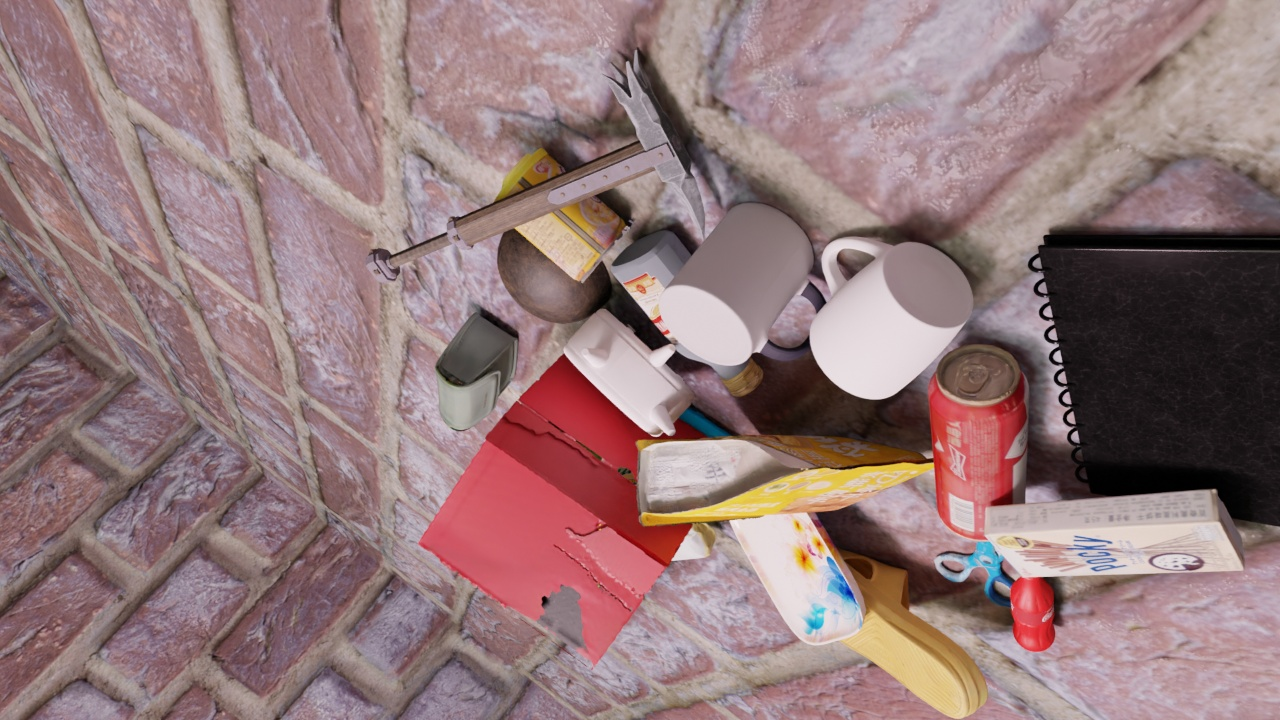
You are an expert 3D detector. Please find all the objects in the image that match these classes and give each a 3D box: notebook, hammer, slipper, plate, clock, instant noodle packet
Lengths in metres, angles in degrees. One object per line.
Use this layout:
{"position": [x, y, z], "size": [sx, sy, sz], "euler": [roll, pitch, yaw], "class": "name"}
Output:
{"position": [0.343, 0.018, 0.565], "size": [0.169, 0.019, 0.231], "euler": [7, 139, 42], "class": "notebook"}
{"position": [-0.103, -0.116, 0.740], "size": [0.318, 0.028, 0.147], "euler": [-16, 121, 30], "class": "hammer"}
{"position": [0.255, 0.258, 0.944], "size": [0.263, 0.078, 0.099], "euler": [33, 143, 53], "class": "slipper"}
{"position": [0.164, 0.209, 0.976], "size": [0.187, 0.016, 0.187], "euler": [60, 157, 14], "class": "plate"}
{"position": [-0.005, 0.005, 0.868], "size": [0.125, 0.073, 0.161], "euler": [43, 180, -9], "class": "clock"}
{"position": [0.124, 0.095, 0.788], "size": [0.162, 0.084, 0.222], "euler": [5, 167, -36], "class": "instant noodle packet"}

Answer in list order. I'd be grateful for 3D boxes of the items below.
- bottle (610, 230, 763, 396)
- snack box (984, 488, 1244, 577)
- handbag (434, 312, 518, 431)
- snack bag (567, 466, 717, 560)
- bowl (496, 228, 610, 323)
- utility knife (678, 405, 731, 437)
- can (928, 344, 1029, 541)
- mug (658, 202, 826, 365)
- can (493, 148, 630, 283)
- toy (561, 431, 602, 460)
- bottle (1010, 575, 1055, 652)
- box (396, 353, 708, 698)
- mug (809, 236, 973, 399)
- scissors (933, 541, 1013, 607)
{"position": [0.048, -0.036, 0.795], "size": [0.161, 0.046, 0.072], "euler": [49, 150, -19], "class": "bottle"}
{"position": [0.332, 0.125, 0.649], "size": [0.150, 0.026, 0.082], "euler": [-14, 140, 38], "class": "snack box"}
{"position": [-0.197, 0.018, 1.095], "size": [0.067, 0.106, 0.122], "euler": [32, 151, 6], "class": "handbag"}
{"position": [-0.043, 0.183, 1.111], "size": [0.247, 0.068, 0.160], "euler": [-7, 138, 14], "class": "snack bag"}
{"position": [-0.094, -0.078, 0.887], "size": [0.121, 0.056, 0.121], "euler": [28, 150, 18], "class": "bowl"}
{"position": [0.050, 0.056, 0.959], "size": [0.209, 0.015, 0.031], "euler": [32, 148, 6], "class": "utility knife"}
{"position": [0.253, 0.066, 0.685], "size": [0.067, 0.067, 0.170], "euler": [17, 145, 34], "class": "can"}
{"position": [0.085, -0.048, 0.682], "size": [0.112, 0.096, 0.079], "euler": [35, 152, 6], "class": "mug"}
{"position": [-0.068, -0.123, 0.782], "size": [0.105, 0.067, 0.068], "euler": [41, 152, -5], "class": "can"}
{"position": [-0.086, 0.118, 1.160], "size": [0.124, 0.096, 0.131], "euler": [57, 165, -20], "class": "toy"}
{"position": [0.352, 0.218, 0.824], "size": [0.036, 0.036, 0.119], "euler": [15, 143, 36], "class": "bottle"}
{"position": [-0.062, 0.139, 0.899], "size": [0.211, 0.314, 0.124], "euler": [35, 150, 3], "class": "box"}
{"position": [0.166, -0.043, 0.634], "size": [0.114, 0.080, 0.088], "euler": [64, 151, 19], "class": "mug"}
{"position": [0.326, 0.187, 0.837], "size": [0.090, 0.014, 0.141], "euler": [31, 149, 16], "class": "scissors"}
